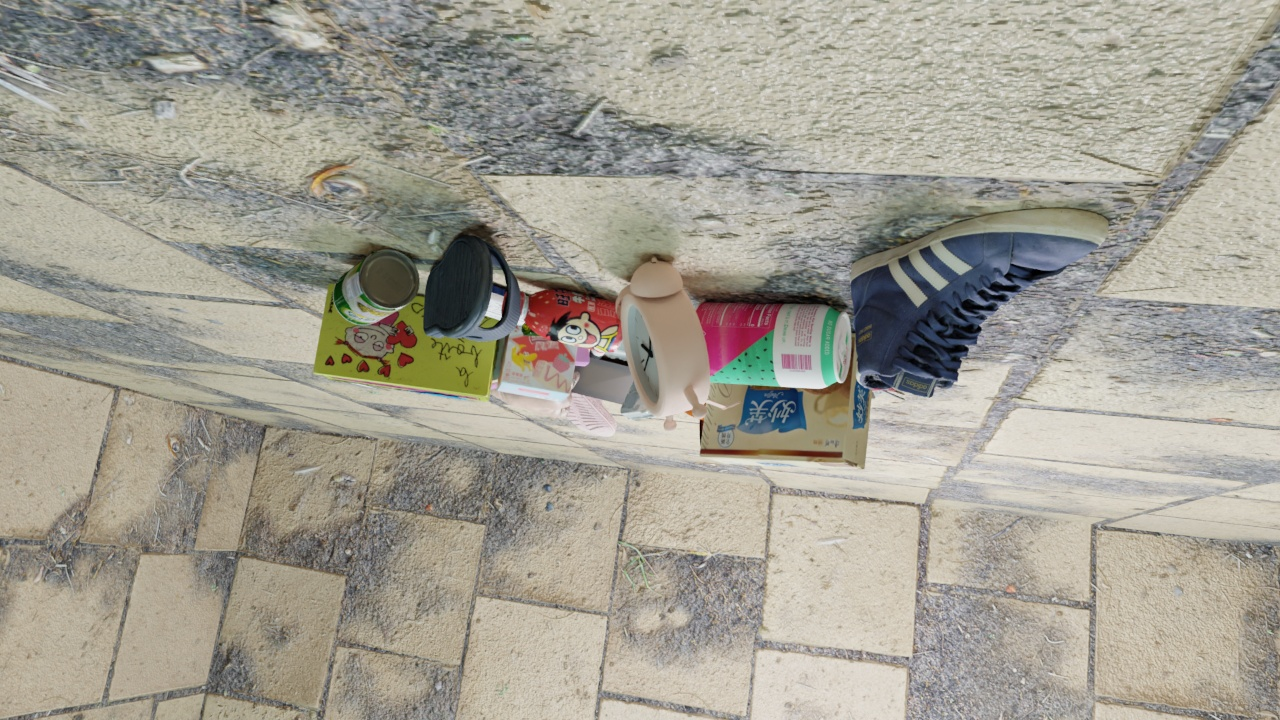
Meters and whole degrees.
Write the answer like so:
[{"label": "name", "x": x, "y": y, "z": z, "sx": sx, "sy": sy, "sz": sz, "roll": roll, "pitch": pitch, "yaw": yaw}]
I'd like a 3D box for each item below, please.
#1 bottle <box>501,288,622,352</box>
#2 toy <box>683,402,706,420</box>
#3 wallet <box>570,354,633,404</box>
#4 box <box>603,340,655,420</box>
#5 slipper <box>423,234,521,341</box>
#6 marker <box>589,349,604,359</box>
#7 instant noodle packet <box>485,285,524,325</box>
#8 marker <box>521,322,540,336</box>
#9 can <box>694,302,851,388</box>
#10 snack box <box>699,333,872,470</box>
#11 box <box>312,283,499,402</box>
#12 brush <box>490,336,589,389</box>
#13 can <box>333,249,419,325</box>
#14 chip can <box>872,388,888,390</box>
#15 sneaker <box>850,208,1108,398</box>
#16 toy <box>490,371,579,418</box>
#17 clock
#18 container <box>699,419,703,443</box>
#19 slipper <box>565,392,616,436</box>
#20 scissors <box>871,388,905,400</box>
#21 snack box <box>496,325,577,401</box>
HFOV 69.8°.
[{"label": "bottle", "x": -0.089, "y": -0.050, "z": 1.045, "sx": 0.137, "sy": 0.062, "sz": 0.062, "roll": 11, "pitch": 168, "yaw": -20}, {"label": "toy", "x": 0.092, "y": 0.042, "z": 1.288, "sx": 0.112, "sy": 0.096, "sz": 0.176, "roll": 13, "pitch": -165, "yaw": -24}, {"label": "wallet", "x": -0.055, "y": 0.028, "z": 1.405, "sx": 0.115, "sy": 0.018, "sz": 0.092, "roll": 12, "pitch": 135, "yaw": -5}, {"label": "box", "x": 0.004, "y": 0.024, "z": 1.230, "sx": 0.130, "sy": 0.105, "sz": 0.211, "roll": 15, "pitch": 167, "yaw": -13}, {"label": "slipper", "x": -0.169, "y": -0.068, "z": 0.957, "sx": 0.082, "sy": 0.101, "sz": 0.264, "roll": 5, "pitch": 176, "yaw": -23}, {"label": "marker", "x": -0.041, "y": -0.033, "z": 1.160, "sx": 0.019, "sy": 0.019, "sz": 0.146, "roll": 11, "pitch": 159, "yaw": -12}, {"label": "instant noodle packet", "x": -0.171, "y": -0.066, "z": 1.107, "sx": 0.134, "sy": 0.026, "sz": 0.087, "roll": 17, "pitch": 165, "yaw": -38}, {"label": "marker", "x": -0.098, "y": -0.035, "z": 1.158, "sx": 0.017, "sy": 0.017, "sz": 0.146, "roll": 1, "pitch": 178, "yaw": 33}, {"label": "can", "x": 0.134, "y": -0.017, "z": 0.979, "sx": 0.166, "sy": 0.088, "sz": 0.088, "roll": 3, "pitch": 167, "yaw": 25}, {"label": "snack box", "x": 0.175, "y": 0.050, "z": 1.112, "sx": 0.208, "sy": 0.153, "sz": 0.055, "roll": -3, "pitch": 164, "yaw": 42}, {"label": "box", "x": -0.294, "y": -0.020, "z": 1.186, "sx": 0.221, "sy": 0.124, "sz": 0.083, "roll": 10, "pitch": 171, "yaw": -2}, {"label": "brush", "x": -0.181, "y": -0.007, "z": 1.283, "sx": 0.228, "sy": 0.089, "sz": 0.043, "roll": -2, "pitch": 166, "yaw": -14}, {"label": "can", "x": -0.297, "y": -0.080, "z": 1.028, "sx": 0.067, "sy": 0.067, "sz": 0.121, "roll": 15, "pitch": 166, "yaw": -29}, {"label": "chip can", "x": 0.234, "y": 0.021, "z": 1.183, "sx": 0.051, "sy": 0.051, "sz": 0.215, "roll": 15, "pitch": 166, "yaw": -30}, {"label": "sneaker", "x": 0.254, "y": -0.035, "z": 0.737, "sx": 0.091, "sy": 0.118, "sz": 0.234, "roll": 15, "pitch": 166, "yaw": -31}, {"label": "toy", "x": -0.221, "y": 0.010, "z": 1.392, "sx": 0.264, "sy": 0.065, "sz": 0.197, "roll": 26, "pitch": 150, "yaw": -3}, {"label": "clock", "x": 0.032, "y": -0.016, "z": 0.925, "sx": 0.086, "sy": 0.160, "sz": 0.131, "roll": -21, "pitch": 174, "yaw": -15}, {"label": "container", "x": 0.166, "y": 0.094, "z": 1.432, "sx": 0.148, "sy": 0.127, "sz": 0.201, "roll": 11, "pitch": 162, "yaw": -12}, {"label": "slipper", "x": -0.106, "y": 0.049, "z": 1.516, "sx": 0.094, "sy": 0.064, "sz": 0.239, "roll": 3, "pitch": 151, "yaw": 31}, {"label": "scissors", "x": 0.316, "y": 0.032, "z": 1.274, "sx": 0.179, "sy": 0.015, "sz": 0.197, "roll": 9, "pitch": 169, "yaw": -10}, {"label": "snack box", "x": -0.137, "y": -0.002, "z": 1.223, "sx": 0.093, "sy": 0.094, "sz": 0.080, "roll": 11, "pitch": 168, "yaw": -11}]
